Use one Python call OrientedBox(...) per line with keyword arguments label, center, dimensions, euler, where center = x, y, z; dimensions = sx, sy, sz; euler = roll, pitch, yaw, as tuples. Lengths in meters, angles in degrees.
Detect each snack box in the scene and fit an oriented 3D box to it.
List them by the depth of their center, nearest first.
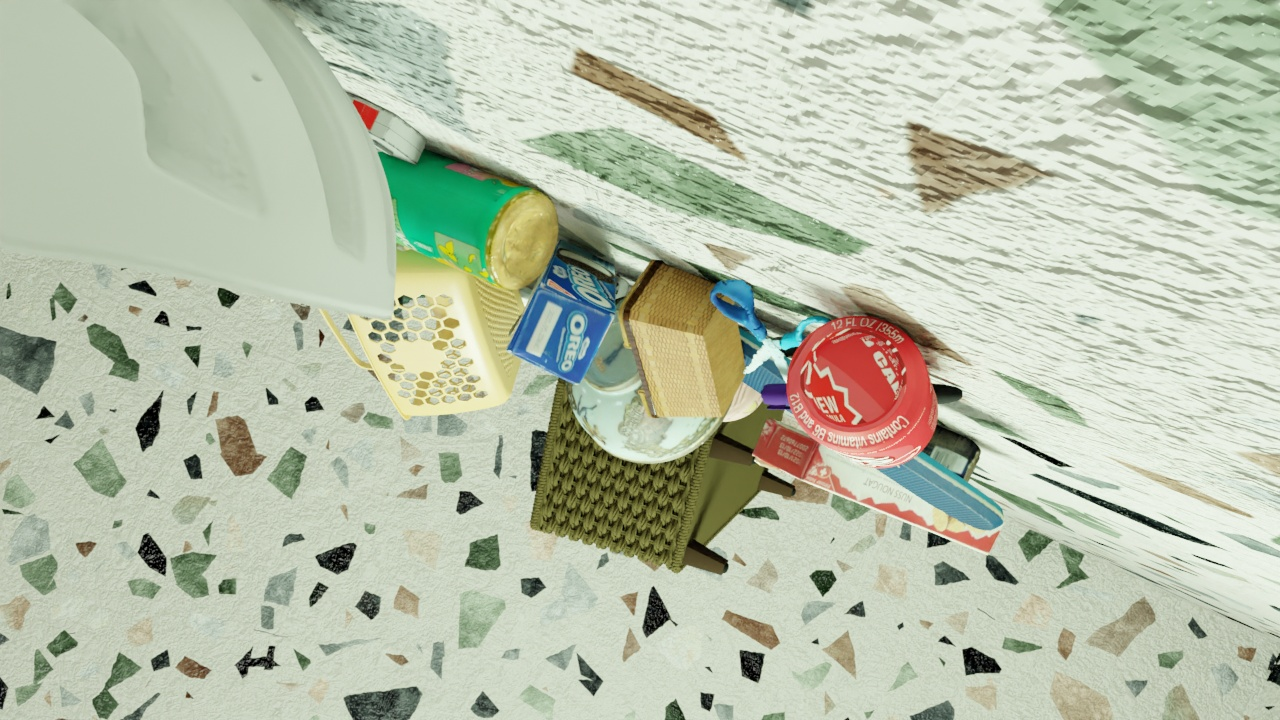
OrientedBox(label="snack box", center=(-0.056, -0.045, 0.705), dimensions=(0.059, 0.059, 0.226), euler=(27, -168, -7))
OrientedBox(label="snack box", center=(0.226, 0.122, 0.853), dimensions=(0.272, 0.044, 0.077), euler=(23, -179, -33))

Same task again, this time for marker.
OrientedBox(label="marker", center=(0.149, 0.024, 0.626), dimensions=(0.134, 0.018, 0.015), euler=(-1, -164, 19))

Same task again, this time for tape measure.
OrientedBox(label="tape measure", center=(-0.173, -0.148, 0.582), dimensions=(0.062, 0.020, 0.060), euler=(24, 179, 22))

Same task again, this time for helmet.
OrientedBox(label="helmet", center=(-0.226, -0.087, 0.361), dimensions=(0.282, 0.184, 0.224), euler=(32, -176, -3))

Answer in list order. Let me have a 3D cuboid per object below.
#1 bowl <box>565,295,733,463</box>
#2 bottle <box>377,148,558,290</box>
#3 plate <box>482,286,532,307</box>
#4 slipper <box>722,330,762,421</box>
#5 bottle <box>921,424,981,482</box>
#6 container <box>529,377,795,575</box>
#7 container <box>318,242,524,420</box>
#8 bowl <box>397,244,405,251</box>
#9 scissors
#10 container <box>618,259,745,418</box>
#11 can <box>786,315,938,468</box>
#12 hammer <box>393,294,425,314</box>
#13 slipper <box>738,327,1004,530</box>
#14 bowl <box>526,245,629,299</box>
OrientedBox(label="bowl", center=(-0.005, 0.005, 0.813), dimensions=(0.160, 0.159, 0.094), euler=(24, 173, 31))
OrientedBox(label="bottle", center=(-0.156, -0.113, 0.635), dimensions=(0.210, 0.068, 0.068), euler=(24, 179, 28))
OrientedBox(label="plate", center=(-0.126, -0.056, 0.874), dimensions=(0.157, 0.014, 0.157), euler=(23, 169, 4))
OrientedBox(label="slipper", center=(0.056, -0.001, 0.907), dimensions=(0.197, 0.093, 0.081), euler=(25, -170, 40))
OrientedBox(label="bottle", center=(0.256, 0.077, 0.924), dimensions=(0.161, 0.056, 0.056), euler=(25, 179, 25))
OrientedBox(label="container", center=(0.057, 0.096, 1.025), dimensions=(0.205, 0.177, 0.320), euler=(19, -163, 21))
OrientedBox(label="container", center=(-0.192, -0.048, 0.746), dimensions=(0.167, 0.129, 0.184), euler=(2, 139, 10))
OrientedBox(label="bowl", center=(-0.260, -0.155, 0.838), dimensions=(0.177, 0.071, 0.177), euler=(25, 179, 0))
OrientedBox(label="scissors", center=(0.080, -0.017, 0.620), dimensions=(0.104, 0.015, 0.134), euler=(28, 160, 0))
OrientedBox(label="container", center=(0.034, -0.010, 0.657), dimensions=(0.061, 0.063, 0.114), euler=(12, 140, 26))
OrientedBox(label="can", center=(0.135, 0.023, 0.543), dimensions=(0.074, 0.074, 0.142), euler=(24, 179, 23))
OrientedBox(label="hammer", center=(-0.204, -0.091, 0.987), dimensions=(0.133, 0.033, 0.332), euler=(40, -162, 3))
OrientedBox(label="slipper", center=(0.162, 0.030, 0.717), dimensions=(0.295, 0.060, 0.118), euler=(34, 177, 6))
OrientedBox(label="bowl", center=(-0.083, -0.074, 0.932), dimensions=(0.132, 0.064, 0.132), euler=(25, 179, 0))
